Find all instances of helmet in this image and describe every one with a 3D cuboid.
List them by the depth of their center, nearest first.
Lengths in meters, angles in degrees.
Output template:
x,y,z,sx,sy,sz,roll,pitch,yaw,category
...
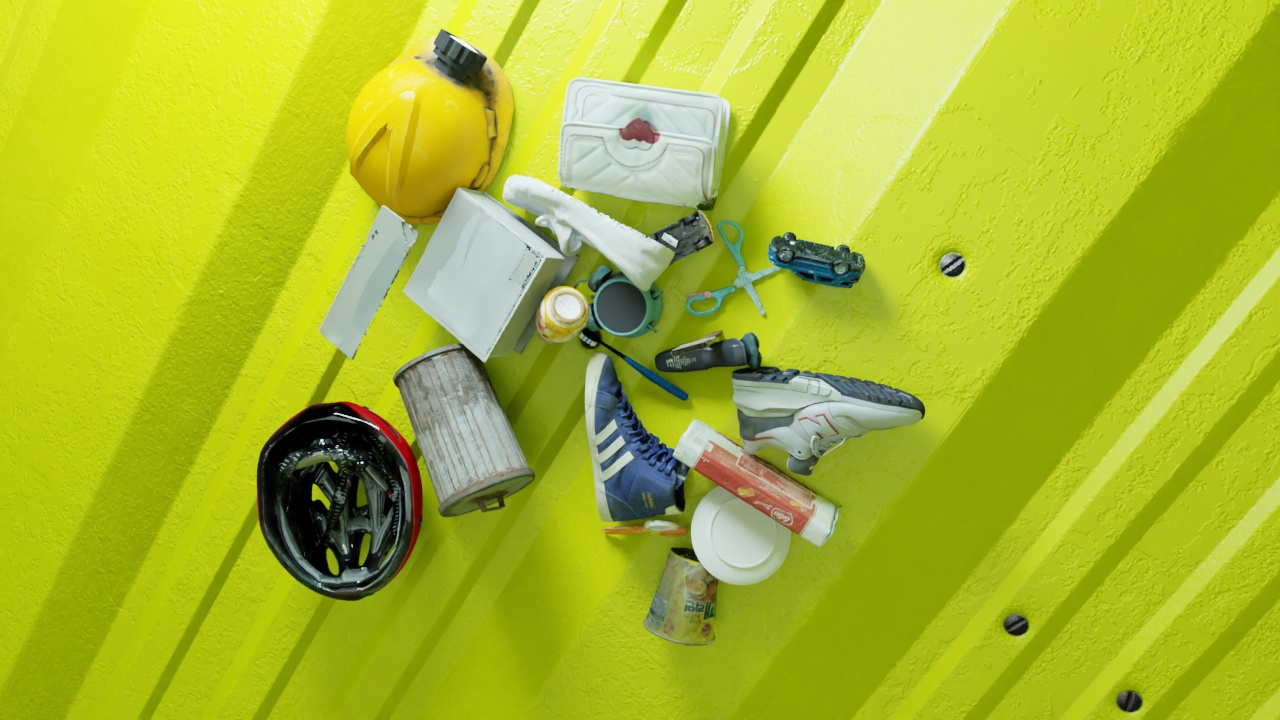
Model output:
x,y,z,sx,sy,sz,roll,pitch,yaw,category
-0.290,-0.295,1.177,0.205,0.131,0.256,35,106,4,helmet
-0.405,0.190,1.264,0.217,0.167,0.272,-7,92,2,helmet

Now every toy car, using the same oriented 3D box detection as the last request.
x,y,z,sx,sy,sz,roll,pitch,yaw,category
0.215,-0.121,1.132,0.120,0.056,0.044,15,125,4,toy car
0.051,-0.153,1.164,0.112,0.047,0.047,-22,97,37,toy car

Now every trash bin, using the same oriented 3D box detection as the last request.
x,y,z,sx,sy,sz,roll,pitch,yaw,category
-0.231,0.099,1.206,0.131,0.130,0.211,-28,75,15,trash bin

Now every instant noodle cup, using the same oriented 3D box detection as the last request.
x,y,z,sx,sy,sz,roll,pitch,yaw,category
0.063,0.312,1.227,0.102,0.102,0.108,12,93,10,instant noodle cup

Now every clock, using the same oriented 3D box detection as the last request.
x,y,z,sx,sy,sz,roll,pitch,yaw,category
-0.032,-0.075,1.197,0.124,0.053,0.090,12,101,13,clock

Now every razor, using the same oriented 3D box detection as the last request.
x,y,z,sx,sy,sz,roll,pitch,yaw,category
0.086,-0.006,1.186,0.143,0.052,0.047,-8,100,19,razor

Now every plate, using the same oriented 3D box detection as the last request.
x,y,z,sx,sy,sz,roll,pitch,yaw,category
0.133,0.224,1.198,0.134,0.011,0.134,2,79,-8,plate

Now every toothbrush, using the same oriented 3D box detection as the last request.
x,y,z,sx,sy,sz,roll,pitch,yaw,category
-0.007,0.007,1.202,0.167,0.014,0.014,33,116,-13,toothbrush

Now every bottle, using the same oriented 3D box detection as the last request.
x,y,z,sx,sy,sz,roll,pitch,yaw,category
-0.106,-0.053,1.190,0.063,0.109,0.063,5,73,-17,bottle

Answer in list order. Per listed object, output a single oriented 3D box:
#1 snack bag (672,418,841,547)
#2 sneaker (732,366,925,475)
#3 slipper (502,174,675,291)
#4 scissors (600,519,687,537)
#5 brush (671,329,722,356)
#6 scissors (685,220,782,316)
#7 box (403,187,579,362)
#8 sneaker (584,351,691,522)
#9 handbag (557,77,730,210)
x,y,z,sx,sy,sz,roll,pitch,yaw,category
0.150,0.156,1.183,0.225,0.077,0.041,33,116,5,snack bag
0.227,0.084,1.156,0.240,0.088,0.124,11,106,19,sneaker
-0.074,-0.165,1.160,0.247,0.112,0.074,32,80,18,slipper
-0.002,0.228,1.243,0.130,0.070,0.013,-5,64,22,scissors
0.081,-0.026,1.133,0.045,0.142,0.008,-15,95,23,brush
0.114,-0.113,1.181,0.135,0.015,0.135,-20,97,9,scissors
-0.168,-0.139,1.340,0.172,0.403,0.169,35,108,5,box
0.002,0.103,1.199,0.118,0.091,0.233,0,100,17,sneaker
0.003,-0.267,1.134,0.198,0.096,0.142,9,102,9,handbag
